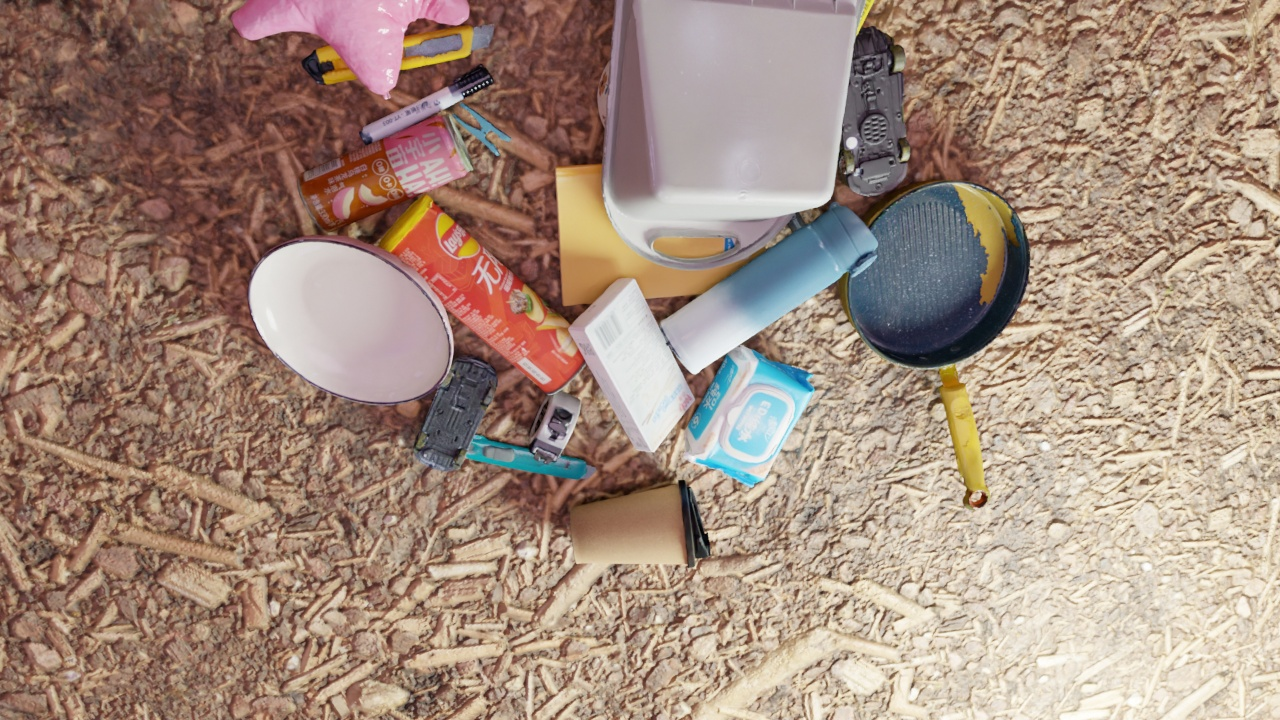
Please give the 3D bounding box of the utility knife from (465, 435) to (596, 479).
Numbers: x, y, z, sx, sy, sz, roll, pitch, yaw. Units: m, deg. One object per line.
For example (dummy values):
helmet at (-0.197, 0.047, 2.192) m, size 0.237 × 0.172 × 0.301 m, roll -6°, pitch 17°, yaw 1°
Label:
utility knife at (-0.123, 0.102, 0.962) m, size 0.160 × 0.013 × 0.029 m, roll 13°, pitch 107°, yaw -14°

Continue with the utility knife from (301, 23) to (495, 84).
utility knife at (-0.212, -0.273, 0.809) m, size 0.173 × 0.015 × 0.033 m, roll -13°, pitch 114°, yaw -5°

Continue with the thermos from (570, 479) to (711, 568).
thermos at (0.000, 0.179, 0.974) m, size 0.143 × 0.093 × 0.093 m, roll -7°, pitch 111°, yaw 1°

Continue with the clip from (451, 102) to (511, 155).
clip at (-0.146, -0.214, 0.843) m, size 0.057 × 0.014 × 0.046 m, roll 35°, pitch 103°, yaw -20°

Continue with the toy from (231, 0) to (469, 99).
toy at (-0.244, -0.306, 0.761) m, size 0.194 × 0.074 × 0.178 m, roll -11°, pitch 106°, yaw -2°

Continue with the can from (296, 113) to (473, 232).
can at (-0.228, -0.168, 0.822) m, size 0.147 × 0.058 × 0.058 m, roll -23°, pitch 112°, yaw -1°

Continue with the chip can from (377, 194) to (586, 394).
chip can at (-0.144, -0.059, 0.869) m, size 0.073 × 0.073 × 0.216 m, roll -45°, pitch 110°, yaw 8°

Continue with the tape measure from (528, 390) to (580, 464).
tape measure at (-0.087, 0.063, 0.925) m, size 0.033 × 0.065 × 0.066 m, roll 24°, pitch 105°, yaw -14°

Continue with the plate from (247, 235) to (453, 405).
plate at (-0.261, -0.040, 0.846) m, size 0.192 × 0.038 × 0.193 m, roll 6°, pitch 132°, yaw 7°

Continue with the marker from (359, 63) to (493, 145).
marker at (-0.194, -0.230, 0.828) m, size 0.131 × 0.018 × 0.022 m, roll -26°, pitch 87°, yaw 0°

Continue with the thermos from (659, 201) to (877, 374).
thermos at (0.125, -0.070, 0.897) m, size 0.221 × 0.070 × 0.070 m, roll -33°, pitch 112°, yaw 12°

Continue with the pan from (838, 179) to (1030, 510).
pan at (0.321, -0.011, 0.960) m, size 0.197 × 0.078 × 0.358 m, roll -15°, pitch 111°, yaw -3°

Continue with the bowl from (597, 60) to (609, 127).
bowl at (0.020, -0.237, 0.837) m, size 0.113 × 0.062 × 0.113 m, roll -3°, pitch 110°, yaw -10°

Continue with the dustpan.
dustpan at (0.068, -0.211, 0.819) m, size 0.222 × 0.143 × 0.258 m, roll -2°, pitch 95°, yaw -18°

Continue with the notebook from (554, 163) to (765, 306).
notebook at (0.023, -0.125, 0.889) m, size 0.206 × 0.010 × 0.146 m, roll -6°, pitch 123°, yaw -7°

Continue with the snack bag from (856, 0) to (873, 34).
snack bag at (0.154, -0.396, 0.798) m, size 0.158 × 0.068 × 0.247 m, roll 21°, pitch 105°, yaw -16°

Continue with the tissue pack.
tissue pack at (0.113, 0.058, 0.958) m, size 0.090 × 0.063 × 0.140 m, roll 24°, pitch 104°, yaw -17°

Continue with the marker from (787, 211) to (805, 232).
marker at (0.137, -0.164, 0.908) m, size 0.018 × 0.015 × 0.124 m, roll -33°, pitch 113°, yaw 6°

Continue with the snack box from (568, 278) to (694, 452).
snack box at (-0.005, 0.005, 0.906) m, size 0.084 × 0.027 × 0.157 m, roll -48°, pitch 124°, yaw -34°

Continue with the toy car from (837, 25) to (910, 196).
toy car at (0.217, -0.237, 0.880) m, size 0.070 × 0.042 × 0.158 m, roll -12°, pitch 110°, yaw -5°

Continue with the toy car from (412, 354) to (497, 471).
toy car at (-0.185, 0.053, 0.920) m, size 0.054 × 0.036 × 0.121 m, roll 23°, pitch 101°, yaw -14°
